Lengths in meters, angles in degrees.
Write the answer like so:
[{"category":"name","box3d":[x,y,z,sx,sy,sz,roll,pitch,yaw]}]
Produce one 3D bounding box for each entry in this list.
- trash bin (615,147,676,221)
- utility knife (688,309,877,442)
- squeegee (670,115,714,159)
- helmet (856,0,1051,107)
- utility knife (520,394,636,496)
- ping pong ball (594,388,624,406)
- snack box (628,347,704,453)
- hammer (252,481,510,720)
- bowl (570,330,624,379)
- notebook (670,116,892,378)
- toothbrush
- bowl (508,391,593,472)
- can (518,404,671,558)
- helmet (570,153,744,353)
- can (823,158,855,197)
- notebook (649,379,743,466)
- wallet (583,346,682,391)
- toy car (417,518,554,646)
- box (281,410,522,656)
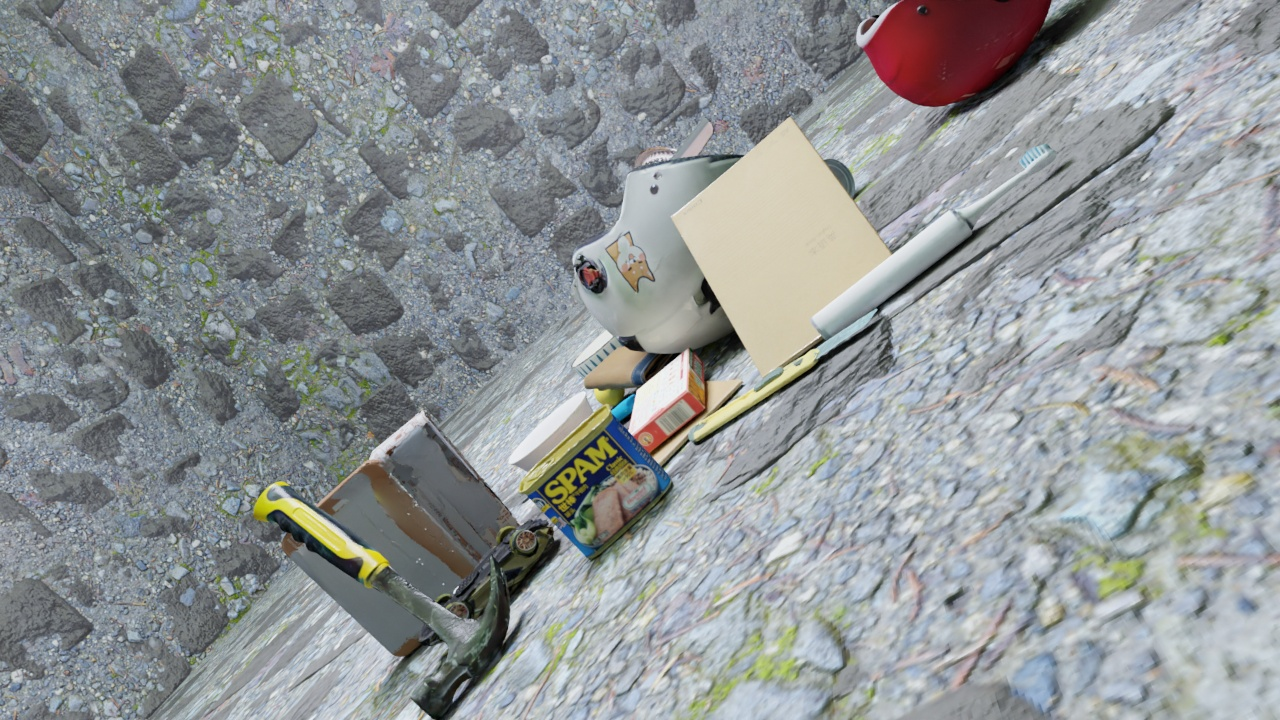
[{"category":"trash bin","box3d":[0.044,-0.175,1.385,0.191,0.227,0.228,-58,13,-15]},{"category":"utility knife","box3d":[0.113,0.018,0.761,0.207,0.021,0.030,-32,19,30]},{"category":"squeegee","box3d":[0.099,-0.179,1.240,0.247,0.249,0.040,-51,-35,1]},{"category":"helmet","box3d":[0.390,-0.393,1.097,0.240,0.144,0.207,-28,10,3]},{"category":"utility knife","box3d":[-0.079,0.109,1.114,0.205,0.018,0.034,-40,-2,17]},{"category":"ping pong ball","box3d":[-0.040,0.040,1.198,0.040,0.040,0.040,-41,9,8]},{"category":"snack box","box3d":[0.027,0.038,0.915,0.077,0.027,0.155,-40,9,13]},{"category":"hammer","box3d":[-0.241,0.183,0.819,0.324,0.032,0.125,22,58,35]},{"category":"bowl","box3d":[-0.034,-0.006,1.304,0.116,0.066,0.116,-40,10,9]},{"category":"notebook","box3d":[0.125,-0.106,0.827,0.150,0.012,0.211,-39,54,20]},{"category":"toothbrush","box3d":[0.228,-0.091,0.721,0.221,0.026,0.026,-40,-35,18]},{"category":"bowl","box3d":[-0.086,0.098,1.045,0.118,0.065,0.118,-40,9,8]},{"category":"can","box3d":[-0.036,0.101,0.766,0.102,0.083,0.057,-42,9,1]},{"category":"helmet","box3d":[0.056,-0.095,1.023,0.229,0.156,0.275,-7,-33,-42]},{"category":"can","box3d":[0.223,-0.214,1.186,0.066,0.066,0.094,-46,9,-22]},{"category":"notebook","box3d":[0.002,0.091,0.889,0.207,0.008,0.148,-44,9,-12]},{"category":"wallet","box3d":[-0.007,0.007,1.142,0.115,0.033,0.090,-6,30,45]},{"category":"toy car","box3d":[-0.143,0.207,0.855,0.158,0.042,0.070,-44,9,-18]},{"category":"box","box3d":[-0.249,0.185,0.985,0.193,0.183,0.157,-41,8,-9]}]
